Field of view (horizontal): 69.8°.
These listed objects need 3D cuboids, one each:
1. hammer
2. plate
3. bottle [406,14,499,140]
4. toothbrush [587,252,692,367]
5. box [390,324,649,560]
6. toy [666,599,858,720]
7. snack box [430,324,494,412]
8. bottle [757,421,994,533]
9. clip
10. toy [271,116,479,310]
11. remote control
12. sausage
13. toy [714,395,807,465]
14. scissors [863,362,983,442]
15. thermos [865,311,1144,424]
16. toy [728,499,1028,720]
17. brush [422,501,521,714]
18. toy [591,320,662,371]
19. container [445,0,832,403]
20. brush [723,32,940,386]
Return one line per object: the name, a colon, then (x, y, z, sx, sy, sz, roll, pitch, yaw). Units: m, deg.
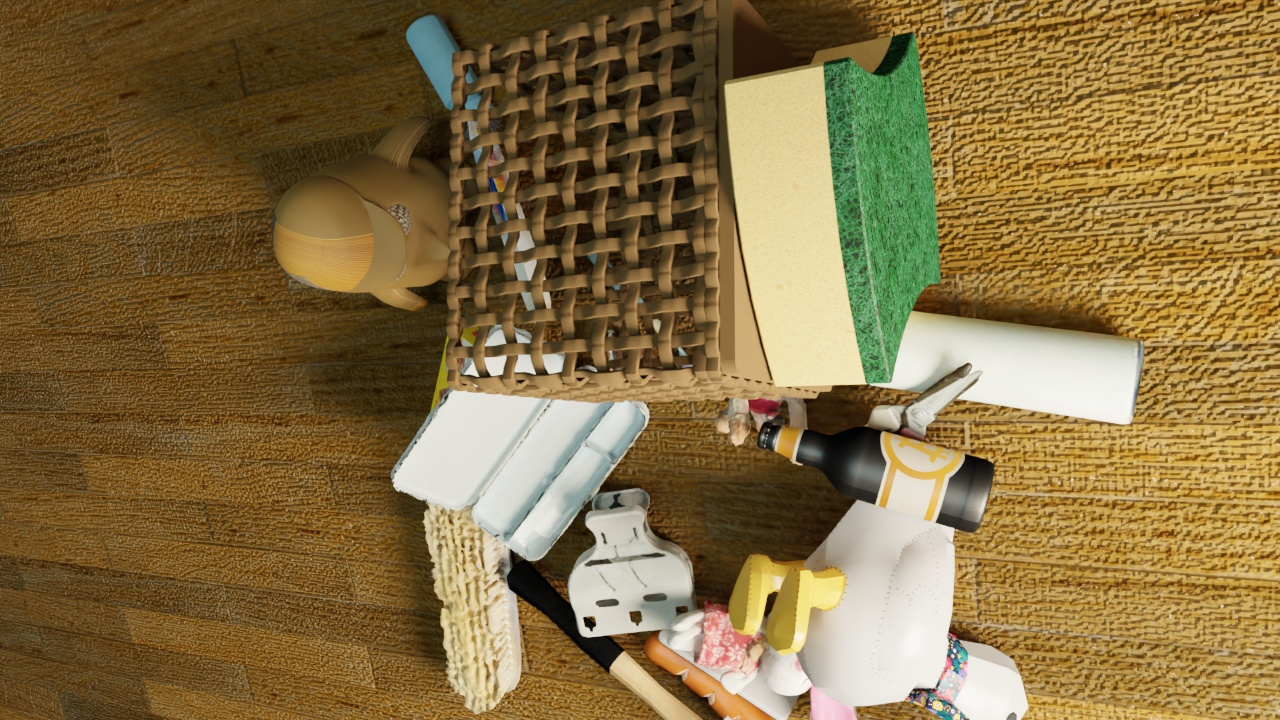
hammer: (-0.012, 0.323, 0.952, 0.328, 0.039, 0.131, 36, 152, 20)
plate: (-0.117, -0.124, 0.833, 0.016, 0.187, 0.187, -20, 95, -9)
bottle: (-0.177, -0.266, 0.882, 0.040, 0.040, 0.130, -30, 90, 30)
toothbrush: (-0.001, -0.049, 0.870, 0.155, 0.016, 0.022, 50, 157, 5)
box: (-0.118, 0.082, 0.899, 0.192, 0.061, 0.210, 32, 104, -14)
toy: (0.123, 0.269, 0.858, 0.194, 0.084, 0.159, 15, 90, 7)
snack box: (-0.158, 0.025, 0.935, 0.083, 0.061, 0.106, 33, 118, 32)
bottle: (0.184, 0.084, 0.738, 0.182, 0.059, 0.059, 15, 111, 16)
clip: (-0.013, 0.203, 0.913, 0.125, 0.074, 0.144, -9, 97, 5)
toy: (-0.248, -0.125, 0.865, 0.163, 0.202, 0.199, 16, 111, 22)
remote control: (0.087, 0.303, 0.913, 0.147, 0.045, 0.008, 30, 124, 16)
sausage: (0.075, 0.331, 0.929, 0.164, 0.039, 0.044, 40, 85, 11)
toy: (0.121, 0.029, 0.809, 0.085, 0.074, 0.106, 20, 93, -12)
scissors: (0.214, 0.062, 0.756, 0.188, 0.015, 0.146, -6, 122, 42)
thermos: (0.262, -0.001, 0.723, 0.230, 0.067, 0.068, 9, 108, 25)
toy: (0.215, 0.221, 0.767, 0.267, 0.141, 0.246, 17, 81, -17)
brush: (-0.186, 0.264, 1.033, 0.083, 0.056, 0.271, 4, 106, 28)
toy: (-0.005, 0.005, 0.876, 0.055, 0.041, 0.102, -45, 73, 7)
container: (0.009, -0.099, 0.696, 0.214, 0.219, 0.251, -3, 84, 27)
brush: (0.146, -0.113, 0.640, 0.075, 0.249, 0.195, -2, 110, 27)
